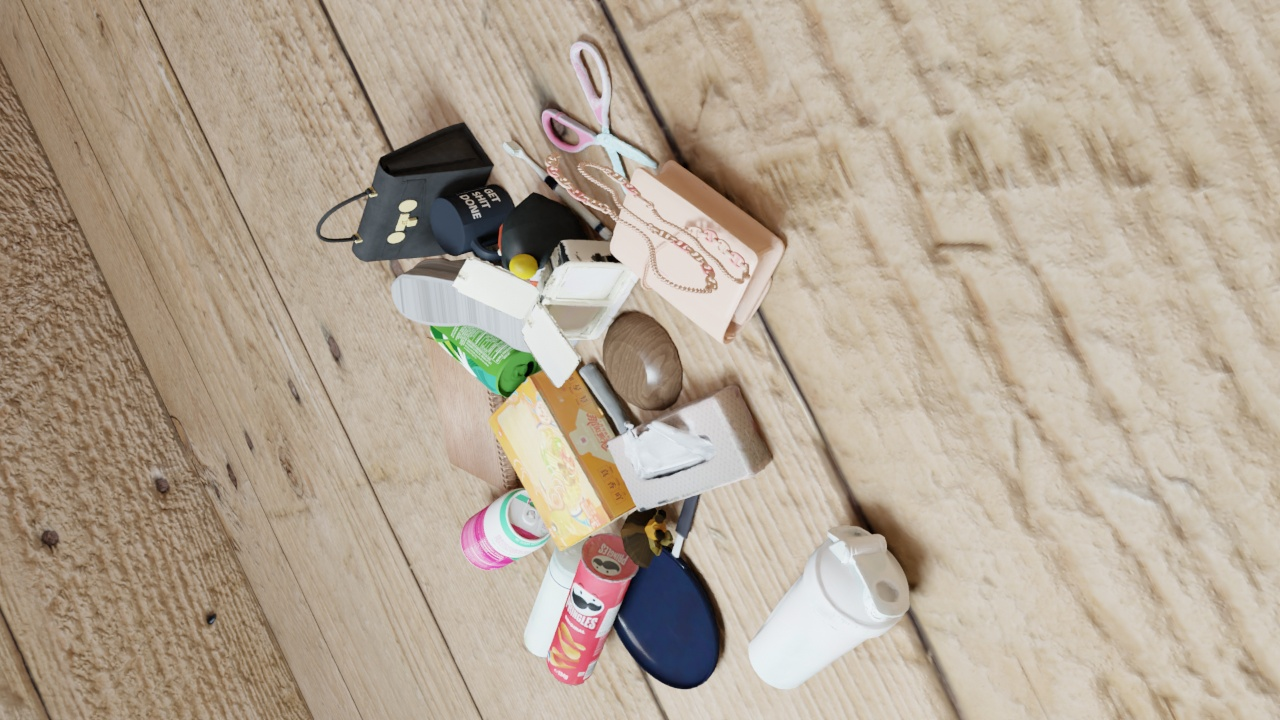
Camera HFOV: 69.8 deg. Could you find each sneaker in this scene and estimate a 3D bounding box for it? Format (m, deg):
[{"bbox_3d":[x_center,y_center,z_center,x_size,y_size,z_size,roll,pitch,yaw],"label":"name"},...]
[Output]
[{"bbox_3d":[-0.174,-0.079,1.107,0.236,0.089,0.099,14,130,7],"label":"sneaker"}]

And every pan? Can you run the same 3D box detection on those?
[{"bbox_3d":[0.039,0.248,1.100,0.199,0.021,0.357,38,131,33],"label":"pan"}]

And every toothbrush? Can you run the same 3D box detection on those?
[{"bbox_3d":[-0.014,0.082,1.069,0.024,0.022,0.185,-44,74,36],"label":"toothbrush"},{"bbox_3d":[-0.094,-0.191,1.023,0.187,0.017,0.012,45,129,24],"label":"toothbrush"}]

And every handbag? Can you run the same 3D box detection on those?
[{"bbox_3d":[0.004,-0.091,0.826,0.199,0.186,0.117,41,129,21],"label":"handbag"},{"bbox_3d":[-0.304,-0.188,1.122,0.072,0.195,0.176,55,141,13],"label":"handbag"}]

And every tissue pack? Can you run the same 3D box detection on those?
[{"bbox_3d":[0.039,0.096,0.970,0.182,0.071,0.104,-25,92,47],"label":"tissue pack"}]

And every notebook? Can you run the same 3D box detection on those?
[{"bbox_3d":[-0.243,0.077,1.334,0.169,0.022,0.211,17,122,45],"label":"notebook"}]

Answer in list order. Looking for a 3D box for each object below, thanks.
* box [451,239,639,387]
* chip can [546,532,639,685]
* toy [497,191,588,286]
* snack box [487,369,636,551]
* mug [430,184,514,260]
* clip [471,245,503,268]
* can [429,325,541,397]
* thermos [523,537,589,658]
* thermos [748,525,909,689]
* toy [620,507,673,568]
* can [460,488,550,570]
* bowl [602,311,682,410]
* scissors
[{"bbox_3d":[-0.098,-0.043,0.946,0.144,0.194,0.101,-55,43,50],"label":"box"},{"bbox_3d":[-0.066,0.324,1.178,0.073,0.073,0.234,42,133,27],"label":"chip can"},{"bbox_3d":[-0.111,-0.125,1.022,0.119,0.097,0.099,119,137,-71],"label":"toy"},{"bbox_3d":[-0.087,0.116,1.126,0.195,0.080,0.145,60,143,8],"label":"snack box"},{"bbox_3d":[-0.191,-0.159,1.103,0.105,0.077,0.071,46,138,22],"label":"mug"},{"bbox_3d":[-0.194,-0.126,1.169,0.048,0.023,0.076,-24,92,50],"label":"clip"},{"bbox_3d":[-0.198,-0.021,1.179,0.144,0.082,0.083,38,134,30],"label":"can"},{"bbox_3d":[-0.111,0.333,1.281,0.068,0.067,0.231,45,137,23],"label":"thermos"},{"bbox_3d":[0.175,0.244,0.888,0.099,0.099,0.221,49,143,19],"label":"thermos"},{"bbox_3d":[0.012,0.196,1.049,0.100,0.062,0.076,124,155,-59],"label":"toy"},{"bbox_3d":[-0.189,0.240,1.303,0.166,0.088,0.088,-37,80,51],"label":"can"},{"bbox_3d":[-0.006,0.006,1.016,0.118,0.030,0.118,26,127,39],"label":"bowl"},{"bbox_3d":[-0.041,-0.247,0.936,0.172,0.014,0.159,36,134,32],"label":"scissors"}]
